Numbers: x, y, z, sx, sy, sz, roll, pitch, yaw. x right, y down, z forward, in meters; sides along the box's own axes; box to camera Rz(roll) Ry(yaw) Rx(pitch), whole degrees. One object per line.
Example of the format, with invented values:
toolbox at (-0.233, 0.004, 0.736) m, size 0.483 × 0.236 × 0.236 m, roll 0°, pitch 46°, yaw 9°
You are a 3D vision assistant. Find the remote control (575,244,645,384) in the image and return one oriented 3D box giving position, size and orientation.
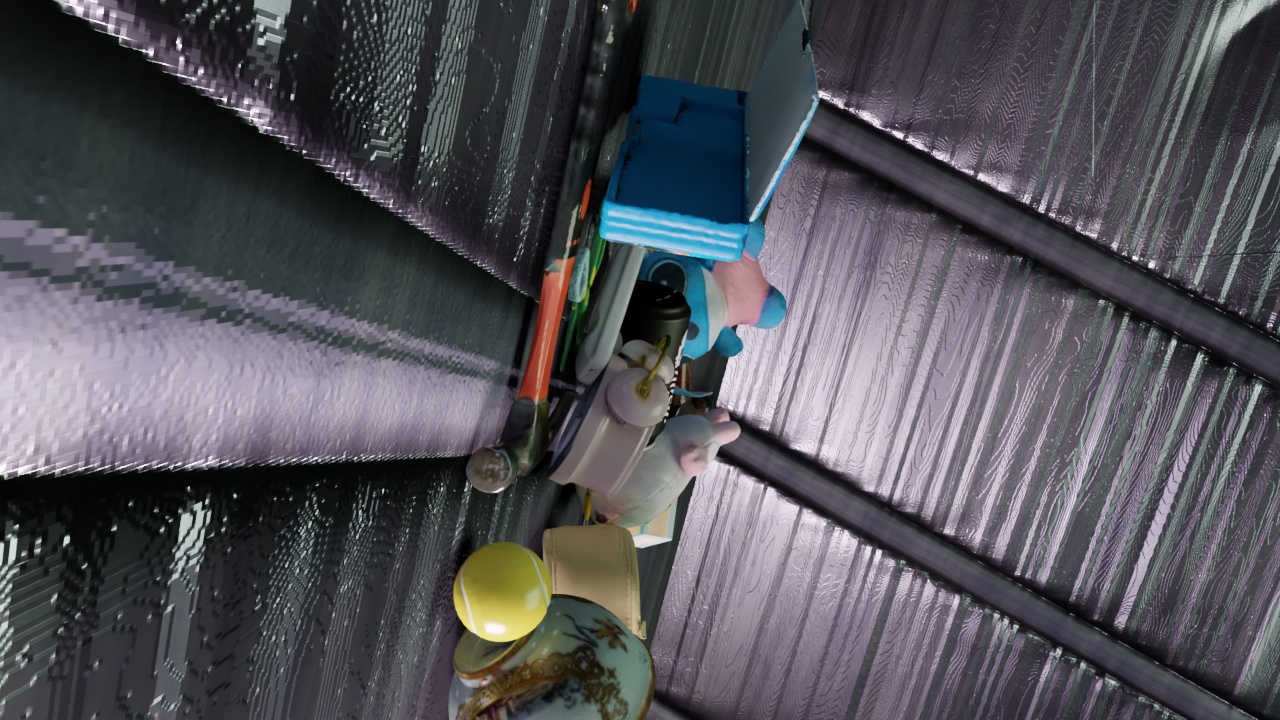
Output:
remote control at (-0.026, -0.044, 0.759) m, size 0.050 × 0.022 × 0.133 m, roll -51°, pitch -162°, yaw 54°

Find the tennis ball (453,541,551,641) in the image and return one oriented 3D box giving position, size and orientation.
tennis ball at (-0.093, 0.155, 0.618) m, size 0.065 × 0.065 × 0.065 m, roll 17°, pitch 89°, yaw -81°

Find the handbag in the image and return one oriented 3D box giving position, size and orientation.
handbag at (-0.043, 0.275, 0.869) m, size 0.191 × 0.088 × 0.232 m, roll 106°, pitch -19°, yaw -75°

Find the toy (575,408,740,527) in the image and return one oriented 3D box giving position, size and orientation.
toy at (0.016, 0.100, 0.932) m, size 0.101 × 0.179 × 0.139 m, roll 67°, pitch -8°, yaw -13°

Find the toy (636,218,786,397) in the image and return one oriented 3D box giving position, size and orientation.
toy at (0.059, -0.077, 0.938) m, size 0.191 × 0.099 × 0.224 m, roll -27°, pitch 119°, yaw -28°

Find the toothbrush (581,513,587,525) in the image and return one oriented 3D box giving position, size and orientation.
toothbrush at (-0.065, 0.184, 1.036) m, size 0.014 × 0.017 × 0.188 m, roll -65°, pitch 165°, yaw -64°

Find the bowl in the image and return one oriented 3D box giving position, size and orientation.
bowl at (-0.080, 0.228, 0.667) m, size 0.094 × 0.160 × 0.159 m, roll 56°, pitch 34°, yaw -22°

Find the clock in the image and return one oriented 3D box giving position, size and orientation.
clock at (-0.019, 0.043, 0.760) m, size 0.158 × 0.059 × 0.116 m, roll -59°, pitch -172°, yaw 22°

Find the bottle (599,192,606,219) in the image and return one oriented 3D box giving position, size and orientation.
bottle at (-0.007, -0.117, 0.696) m, size 0.110 × 0.042 × 0.043 m, roll -88°, pitch -169°, yaw -76°

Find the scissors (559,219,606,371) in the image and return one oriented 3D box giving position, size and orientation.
scissors at (-0.047, -0.046, 0.714) m, size 0.112 × 0.012 × 0.131 m, roll -51°, pitch 157°, yaw -78°

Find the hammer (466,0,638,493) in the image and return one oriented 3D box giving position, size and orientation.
hammer at (-0.047, -0.085, 0.602) m, size 0.133 × 0.033 × 0.333 m, roll -33°, pitch 138°, yaw -74°

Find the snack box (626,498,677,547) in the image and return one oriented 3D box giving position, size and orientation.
snack box at (0.013, 0.165, 1.187) m, size 0.194 × 0.044 × 0.141 m, roll 127°, pitch -27°, yaw -72°

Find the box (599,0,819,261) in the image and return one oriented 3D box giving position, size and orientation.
box at (0.049, -0.174, 0.622) m, size 0.242 × 0.114 × 0.114 m, roll -80°, pitch 180°, yaw -55°

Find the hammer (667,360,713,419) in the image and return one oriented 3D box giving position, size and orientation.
hammer at (0.046, -0.084, 1.011) m, size 0.119 × 0.033 × 0.330 m, roll -11°, pitch 107°, yaw -51°

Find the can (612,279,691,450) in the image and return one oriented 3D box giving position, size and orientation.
can at (-0.005, 0.005, 0.850) m, size 0.080 × 0.080 × 0.146 m, roll -56°, pitch 159°, yaw -64°
